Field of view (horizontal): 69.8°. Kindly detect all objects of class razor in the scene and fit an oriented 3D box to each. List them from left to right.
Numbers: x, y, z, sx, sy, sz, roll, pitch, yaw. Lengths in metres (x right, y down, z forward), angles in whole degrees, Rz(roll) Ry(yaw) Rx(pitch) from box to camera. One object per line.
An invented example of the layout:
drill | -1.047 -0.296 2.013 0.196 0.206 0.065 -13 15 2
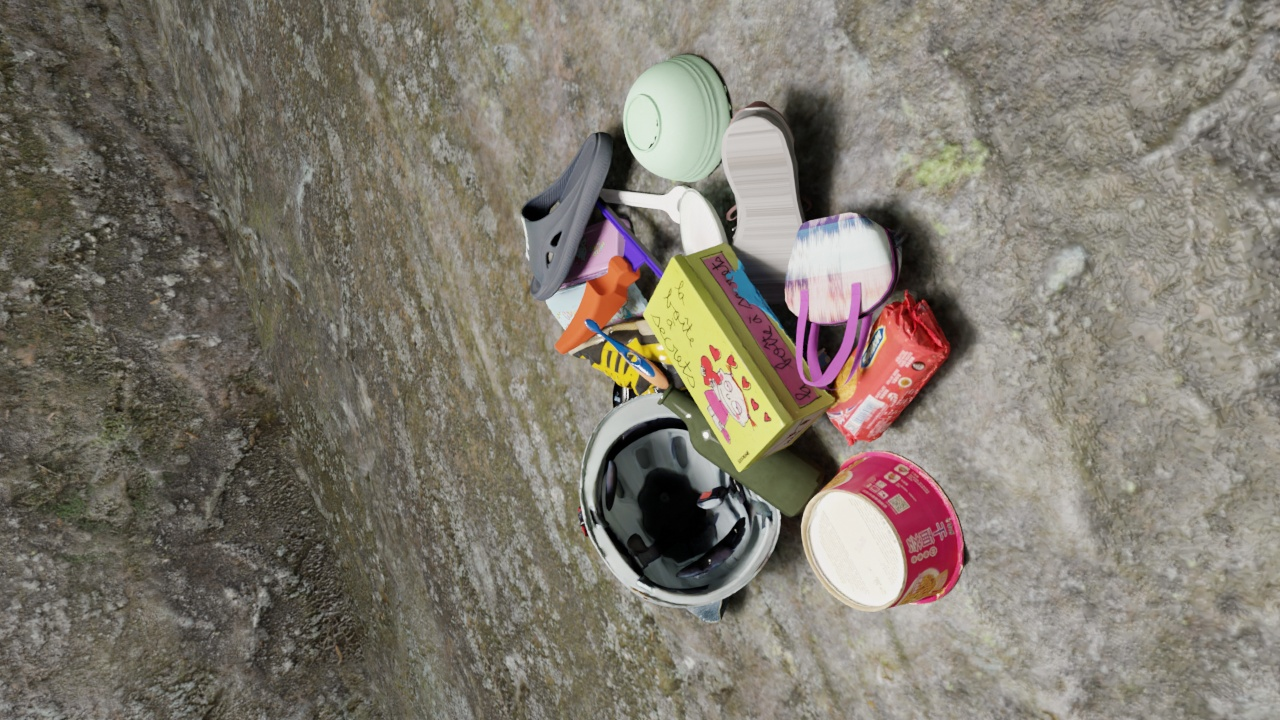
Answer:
razor | -0.024 0.085 1.323 0.053 0.063 0.141 21 121 46

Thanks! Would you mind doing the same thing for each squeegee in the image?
squeegee | -0.050 -0.082 1.208 0.185 0.055 0.249 -50 48 14

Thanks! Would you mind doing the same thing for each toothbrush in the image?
toothbrush | -0.017 -0.009 1.159 0.135 0.017 0.021 39 105 0

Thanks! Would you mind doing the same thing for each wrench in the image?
wrench | -0.020 -0.221 1.245 0.274 0.009 0.047 18 117 48

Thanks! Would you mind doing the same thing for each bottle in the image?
bottle | 0.112 0.097 1.071 0.207 0.071 0.072 35 135 5

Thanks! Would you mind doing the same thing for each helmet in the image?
helmet | 0.040 0.180 1.164 0.264 0.236 0.164 58 167 12

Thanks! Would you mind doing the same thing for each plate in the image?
plate | 0.080 -0.130 1.101 0.157 0.014 0.157 163 91 -79

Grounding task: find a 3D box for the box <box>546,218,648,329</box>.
box | -0.074 -0.117 1.329 0.215 0.050 0.149 -10 99 53

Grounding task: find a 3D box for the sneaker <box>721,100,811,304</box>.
sneaker | 0.141 -0.175 1.007 0.099 0.089 0.236 4 131 18

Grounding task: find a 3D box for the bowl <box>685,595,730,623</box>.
bowl | 0.088 0.301 1.261 0.110 0.055 0.110 33 139 35

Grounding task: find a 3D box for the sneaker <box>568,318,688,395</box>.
sneaker | -0.007 0.007 1.249 0.239 0.085 0.122 -10 91 50

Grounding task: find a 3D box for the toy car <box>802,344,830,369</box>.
toy car | 0.161 0.028 1.065 0.055 0.056 0.154 57 148 -1

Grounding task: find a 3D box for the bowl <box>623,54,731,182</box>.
bowl | 0.030 -0.286 1.100 0.151 0.076 0.151 25 123 46

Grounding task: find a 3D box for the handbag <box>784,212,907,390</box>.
handbag | 0.197 -0.054 0.920 0.145 0.068 0.169 -3 72 53

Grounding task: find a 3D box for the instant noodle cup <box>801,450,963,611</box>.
instant noodle cup | 0.251 0.194 0.998 0.179 0.077 0.179 24 121 46

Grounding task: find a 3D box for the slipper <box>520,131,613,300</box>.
slipper | -0.118 -0.197 1.256 0.110 0.083 0.269 -99 30 -51

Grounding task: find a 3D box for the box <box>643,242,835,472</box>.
box | 0.099 -0.006 0.999 0.221 0.081 0.125 58 149 15

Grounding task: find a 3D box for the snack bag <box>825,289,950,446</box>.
snack bag | 0.251 0.014 0.934 0.082 0.082 0.177 53 140 25
